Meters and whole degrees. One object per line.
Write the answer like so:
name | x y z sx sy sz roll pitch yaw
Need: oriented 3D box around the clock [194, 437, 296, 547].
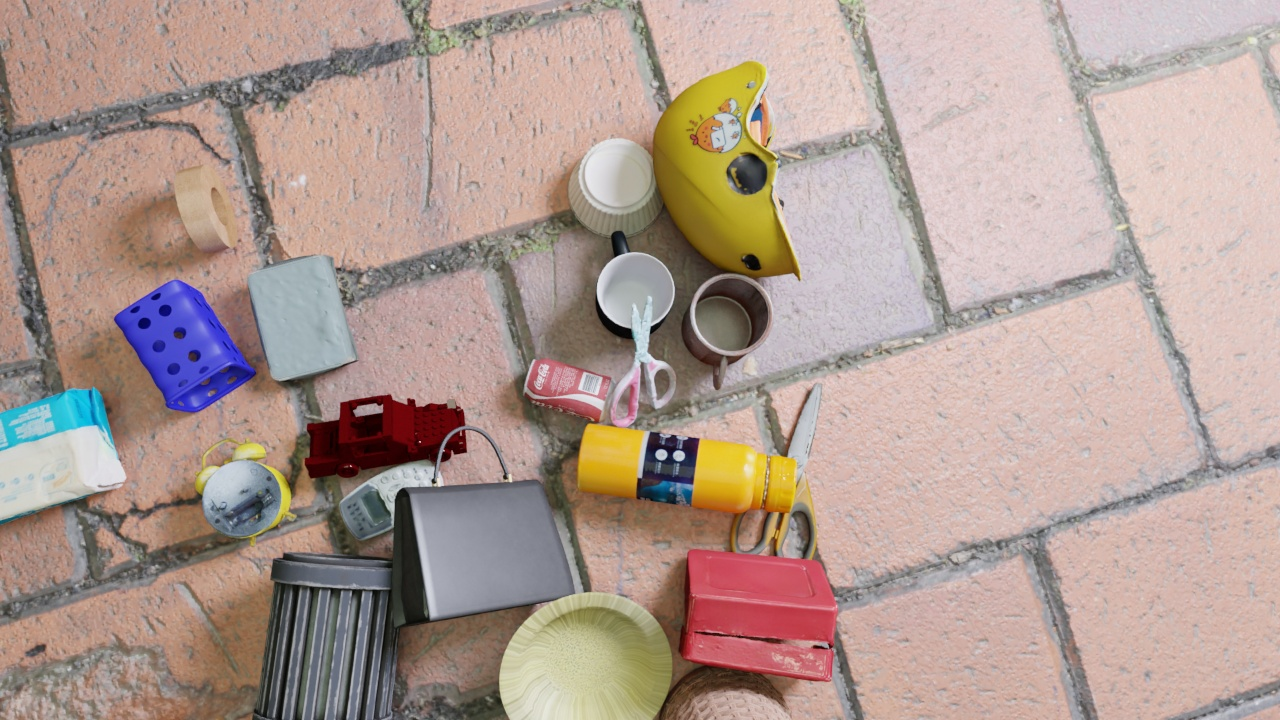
clock | -0.431 0.139 0.995 0.083 0.057 0.118 -35 86 -6

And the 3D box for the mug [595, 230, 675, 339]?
mug | -0.013 -0.086 1.028 0.085 0.094 0.121 -14 84 -6

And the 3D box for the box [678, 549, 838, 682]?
box | 0.123 0.266 0.972 0.157 0.137 0.126 8 81 0

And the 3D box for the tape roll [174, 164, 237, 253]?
tape roll | -0.478 -0.167 1.012 0.027 0.094 0.094 -14 84 -5

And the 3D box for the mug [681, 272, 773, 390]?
mug | 0.092 -0.027 1.022 0.096 0.110 0.123 10 83 3

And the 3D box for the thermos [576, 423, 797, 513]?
thermos | 0.052 0.120 1.009 0.233 0.091 0.076 7 96 5

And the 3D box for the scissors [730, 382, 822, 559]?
scissors | 0.184 0.135 1.052 0.114 0.016 0.228 24 83 -1

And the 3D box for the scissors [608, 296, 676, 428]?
scissors | 0.012 -0.006 0.996 0.101 0.179 0.016 -20 44 -32

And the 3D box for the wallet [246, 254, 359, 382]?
wallet | -0.375 -0.046 1.025 0.100 0.054 0.131 -13 86 4

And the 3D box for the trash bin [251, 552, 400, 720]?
trash bin | -0.316 0.315 0.932 0.164 0.164 0.227 5 79 -3

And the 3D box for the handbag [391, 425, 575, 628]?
handbag | -0.173 0.165 0.963 0.175 0.072 0.195 3 71 -43

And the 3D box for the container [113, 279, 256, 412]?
container | -0.494 -0.015 0.997 0.084 0.085 0.113 -34 85 -8

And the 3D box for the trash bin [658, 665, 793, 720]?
trash bin | 0.100 0.398 0.918 0.151 0.210 0.151 1 83 -4

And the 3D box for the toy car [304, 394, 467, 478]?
toy car | -0.279 0.078 0.998 0.170 0.062 0.070 -9 51 -4

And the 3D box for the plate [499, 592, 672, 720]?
plate | -0.060 0.331 0.991 0.184 0.036 0.184 -2 100 -11

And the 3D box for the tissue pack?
tissue pack | -0.669 0.112 0.981 0.209 0.066 0.117 -18 85 -4

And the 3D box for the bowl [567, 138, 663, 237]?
bowl | -0.027 -0.204 1.058 0.115 0.062 0.115 0 83 -3

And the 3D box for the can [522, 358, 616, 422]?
can | -0.080 0.033 1.031 0.096 0.054 0.054 16 82 -1

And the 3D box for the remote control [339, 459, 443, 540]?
remote control | -0.274 0.152 1.017 0.114 0.028 0.060 -28 85 -6

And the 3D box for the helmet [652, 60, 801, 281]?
helmet | 0.088 -0.192 1.003 0.140 0.209 0.240 -10 86 10
